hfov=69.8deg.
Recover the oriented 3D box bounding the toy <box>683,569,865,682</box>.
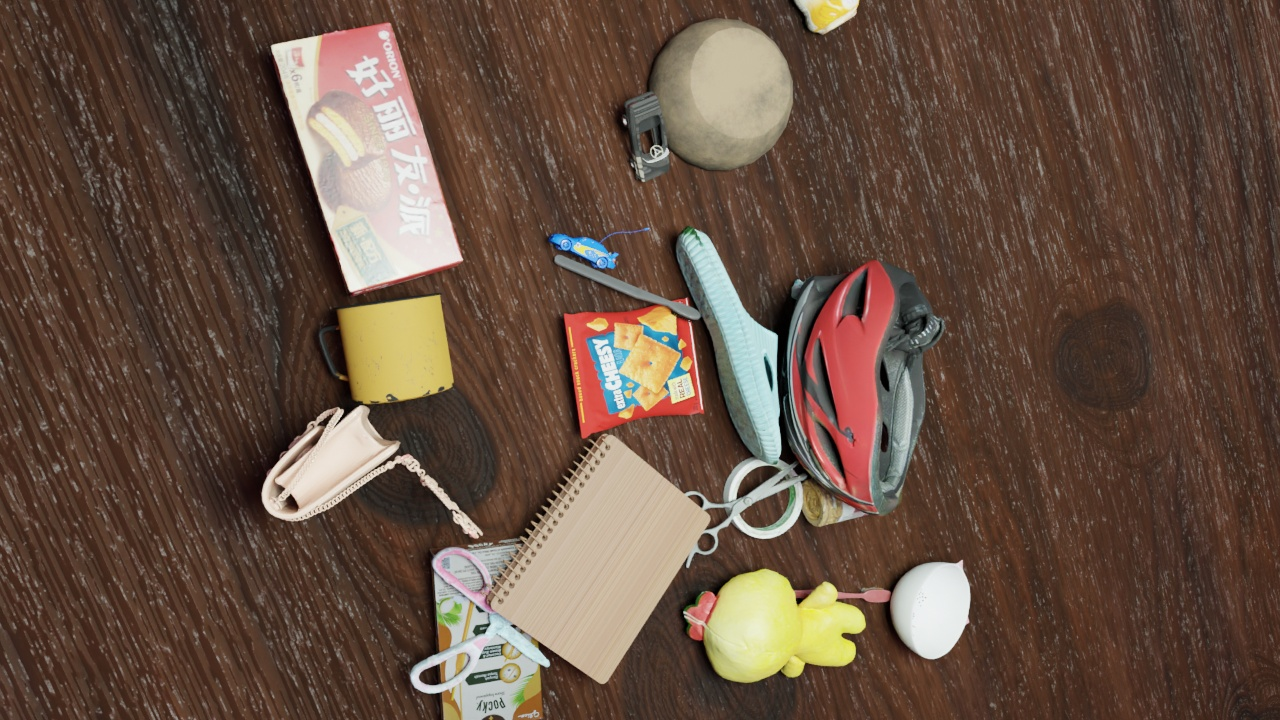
[{"bbox_3d":[0.154,0.303,1.025,0.207,0.092,0.134,8,103,-24],"label":"toy"}]

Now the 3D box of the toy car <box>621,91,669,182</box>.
[{"bbox_3d":[0.009,-0.234,0.968,0.040,0.037,0.092,-27,133,-17],"label":"toy car"}]

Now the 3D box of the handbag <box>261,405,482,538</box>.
[{"bbox_3d":[-0.243,0.136,0.827,0.116,0.199,0.187,-42,96,-13],"label":"handbag"}]

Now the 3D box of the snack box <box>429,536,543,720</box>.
[{"bbox_3d":[-0.159,0.283,0.948,0.101,0.032,0.186,-4,94,-19],"label":"snack box"}]

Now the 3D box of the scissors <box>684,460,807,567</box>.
[{"bbox_3d":[0.113,0.171,1.023,0.160,0.014,0.120,-4,94,5],"label":"scissors"}]

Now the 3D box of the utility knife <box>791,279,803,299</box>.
[{"bbox_3d":[0.237,-0.053,1.079,0.148,0.015,0.022,27,89,-20],"label":"utility knife"}]

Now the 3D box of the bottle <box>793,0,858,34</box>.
[{"bbox_3d":[0.196,-0.424,1.024,0.063,0.063,0.109,-35,103,-14],"label":"bottle"}]

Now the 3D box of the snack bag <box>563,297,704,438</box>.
[{"bbox_3d":[-0.006,0.005,0.985,0.143,0.039,0.131,-9,94,-22],"label":"snack bag"}]

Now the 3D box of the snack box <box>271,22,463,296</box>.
[{"bbox_3d":[-0.260,-0.190,0.880,0.113,0.060,0.236,-18,98,-18],"label":"snack box"}]

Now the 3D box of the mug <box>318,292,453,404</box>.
[{"bbox_3d":[-0.245,-0.010,0.878,0.124,0.100,0.094,-7,97,6],"label":"mug"}]

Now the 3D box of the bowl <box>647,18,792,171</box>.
[{"bbox_3d":[0.094,-0.290,0.991,0.162,0.070,0.162,-1,92,-19],"label":"bowl"}]

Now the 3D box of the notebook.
[{"bbox_3d":[-0.042,0.202,0.955,0.169,0.022,0.210,41,73,-21],"label":"notebook"}]

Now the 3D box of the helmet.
[{"bbox_3d":[0.238,0.030,0.991,0.217,0.167,0.272,0,92,-61],"label":"helmet"}]

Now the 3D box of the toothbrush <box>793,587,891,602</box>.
[{"bbox_3d":[0.211,0.276,1.085,0.184,0.016,0.015,4,91,-16],"label":"toothbrush"}]

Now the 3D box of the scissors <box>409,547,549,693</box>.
[{"bbox_3d":[-0.164,0.271,0.923,0.170,0.013,0.174,46,77,-18],"label":"scissors"}]

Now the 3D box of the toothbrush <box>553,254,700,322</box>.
[{"bbox_3d":[-0.014,-0.077,0.977,0.167,0.013,0.012,23,61,-6],"label":"toothbrush"}]

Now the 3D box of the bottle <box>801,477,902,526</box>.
[{"bbox_3d":[0.244,0.156,1.067,0.105,0.056,0.056,-10,95,-18],"label":"bottle"}]

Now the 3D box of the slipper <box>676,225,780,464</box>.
[{"bbox_3d":[0.111,-0.019,0.988,0.069,0.116,0.276,-21,95,-5],"label":"slipper"}]

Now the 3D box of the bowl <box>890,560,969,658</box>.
[{"bbox_3d":[0.340,0.293,1.100,0.114,0.051,0.115,-5,99,-37],"label":"bowl"}]

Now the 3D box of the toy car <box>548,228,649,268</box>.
[{"bbox_3d":[-0.044,-0.132,0.967,0.092,0.033,0.062,25,91,-18],"label":"toy car"}]

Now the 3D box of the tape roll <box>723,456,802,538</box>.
[{"bbox_3d":[0.141,0.156,1.053,0.093,0.018,0.094,-1,93,-19],"label":"tape roll"}]
